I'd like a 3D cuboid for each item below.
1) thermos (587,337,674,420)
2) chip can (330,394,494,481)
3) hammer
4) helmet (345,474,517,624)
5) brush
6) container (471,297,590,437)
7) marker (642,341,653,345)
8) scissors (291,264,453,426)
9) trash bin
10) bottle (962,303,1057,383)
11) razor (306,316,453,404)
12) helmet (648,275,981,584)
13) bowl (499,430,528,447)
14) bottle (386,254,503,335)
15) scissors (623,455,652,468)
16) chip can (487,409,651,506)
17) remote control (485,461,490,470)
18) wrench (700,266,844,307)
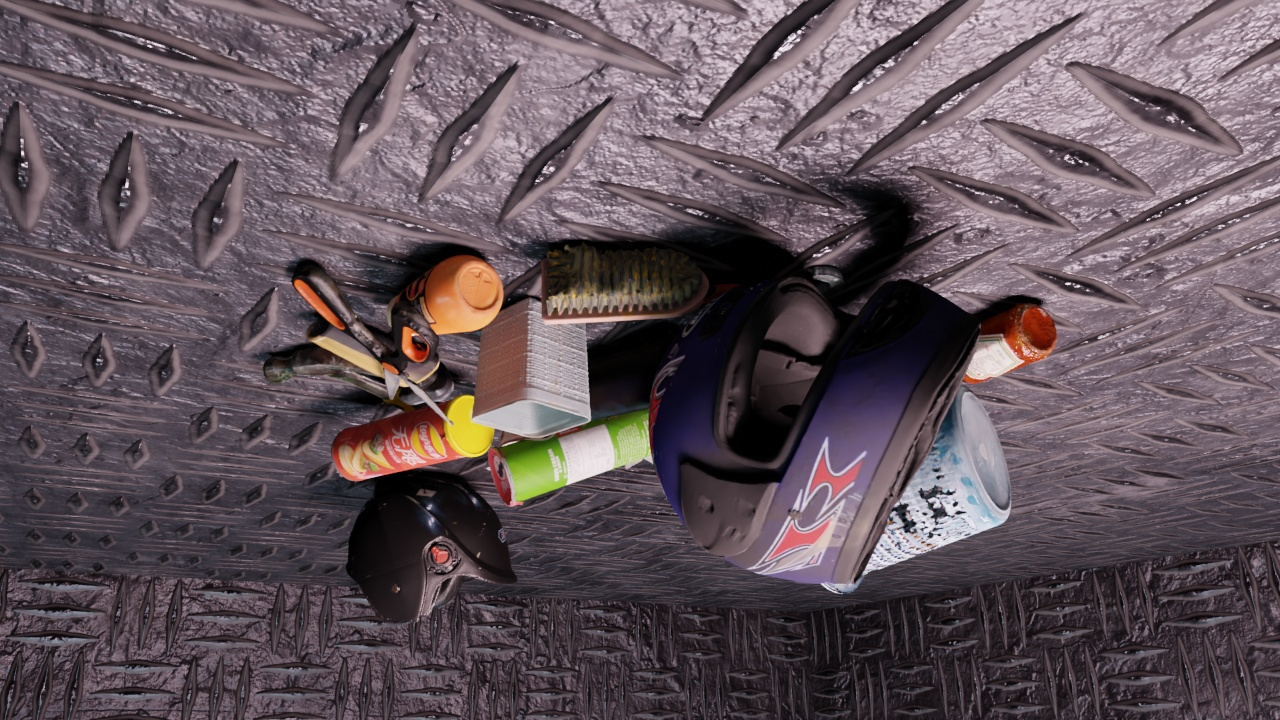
[{"bbox_3d":[-0.056,0.026,1.014,0.243,0.068,0.090,-14,133,40],"label":"thermos"},{"bbox_3d":[-0.275,0.095,1.091,0.217,0.073,0.073,-14,155,34],"label":"chip can"},{"bbox_3d":[-0.289,0.048,1.113,0.126,0.031,0.323,-10,157,23],"label":"hammer"},{"bbox_3d":[-0.336,0.300,1.487,0.275,0.230,0.233,0,173,0],"label":"helmet"},{"bbox_3d":[-0.013,-0.063,0.801,0.145,0.063,0.073,-2,155,-2],"label":"brush"},{"bbox_3d":[-0.106,0.007,0.906,0.090,0.111,0.089,-20,151,39],"label":"container"},{"bbox_3d":[-0.006,0.006,1.042,0.018,0.015,0.124,11,154,-13],"label":"marker"},{"bbox_3d":[-0.239,-0.014,0.861,0.229,0.021,0.221,41,152,-18],"label":"scissors"},{"bbox_3d":[0.278,0.121,0.990,0.196,0.226,0.226,-21,151,32],"label":"trash bin"},{"bbox_3d":[0.347,-0.002,0.978,0.059,0.059,0.207,7,161,-21],"label":"bottle"},{"bbox_3d":[-0.271,-0.001,0.959,0.068,0.062,0.167,-48,136,11],"label":"razor"},{"bbox_3d":[0.129,0.043,0.801,0.240,0.246,0.316,27,140,18],"label":"helmet"},{"bbox_3d":[-0.123,0.088,1.180,0.113,0.062,0.114,0,158,0],"label":"bowl"},{"bbox_3d":[-0.187,-0.051,0.832,0.066,0.066,0.150,18,159,-40],"label":"bottle"},{"bbox_3d":[0.014,0.130,1.355,0.188,0.015,0.227,18,151,-40],"label":"scissors"},{"bbox_3d":[-0.060,0.105,1.100,0.235,0.072,0.072,-17,166,-24],"label":"chip can"},{"bbox_3d":[-0.174,0.166,1.430,0.124,0.024,0.049,14,154,-31],"label":"remote control"},{"bbox_3d":[0.053,-0.062,0.866,0.273,0.016,0.056,-4,155,7],"label":"wrench"}]
